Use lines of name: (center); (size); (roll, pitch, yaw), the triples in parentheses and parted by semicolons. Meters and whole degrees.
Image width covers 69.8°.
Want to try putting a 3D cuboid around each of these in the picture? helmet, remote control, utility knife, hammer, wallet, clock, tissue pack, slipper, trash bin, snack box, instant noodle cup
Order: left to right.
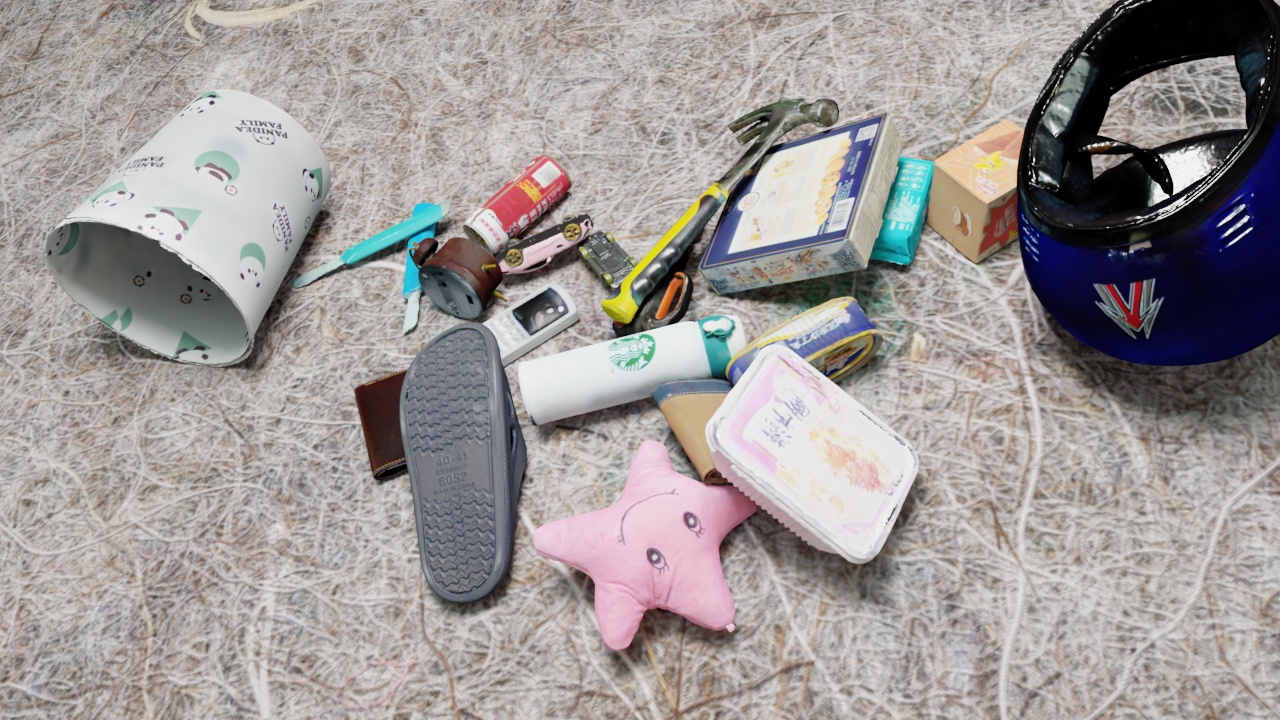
trash bin: (-0.493, -0.160, 1.050); (0.230, 0.230, 0.251); (6, 52, 16)
utility knife: (-0.323, -0.138, 1.104); (0.223, 0.013, 0.029); (-25, 54, 5)
wallet: (-0.244, 0.059, 0.960); (0.096, 0.020, 0.122); (-20, 53, -7)
utility knife: (-0.263, -0.113, 1.081); (0.034, 0.018, 0.193); (-13, 54, 16)
clock: (-0.209, -0.096, 1.019); (0.122, 0.082, 0.055); (18, 57, 22)
slipper: (-0.165, 0.098, 0.888); (0.111, 0.083, 0.267); (-12, 72, 14)
remote control: (-0.140, -0.030, 0.996); (0.150, 0.021, 0.058); (-33, 56, -10)
hammer: (0.072, -0.165, 0.976); (0.322, 0.032, 0.126); (-49, 33, -14)
wallet: (0.071, 0.064, 0.855); (0.090, 0.033, 0.115); (0, 39, -31)
snack box: (0.167, -0.162, 0.957); (0.183, 0.046, 0.177); (-7, 49, 42)
instant noodle cup: (0.140, 0.086, 0.792); (0.173, 0.060, 0.137); (37, 54, 3)
tissue pack: (0.256, -0.162, 0.979); (0.093, 0.050, 0.133); (14, 61, 21)
snack box: (0.358, -0.172, 0.937); (0.094, 0.093, 0.077); (-30, 56, -9)
helmet: (0.470, -0.144, 0.798); (0.248, 0.240, 0.314); (-1, 58, 48)

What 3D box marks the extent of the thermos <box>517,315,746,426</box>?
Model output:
thermos: (-0.005, 0.005, 0.910); (0.224, 0.073, 0.073); (-14, 54, 3)

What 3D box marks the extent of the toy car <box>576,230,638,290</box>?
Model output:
toy car: (-0.033, -0.107, 1.015); (0.042, 0.035, 0.090); (-34, 52, -10)

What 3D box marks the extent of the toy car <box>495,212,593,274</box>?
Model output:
toy car: (-0.108, -0.129, 1.039); (0.122, 0.037, 0.056); (-24, 24, 3)

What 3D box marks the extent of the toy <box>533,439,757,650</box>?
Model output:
toy: (0.025, 0.161, 0.797); (0.194, 0.075, 0.178); (-35, 67, -25)

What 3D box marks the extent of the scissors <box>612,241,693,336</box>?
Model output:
scissors: (0.026, -0.111, 1.009); (0.143, 0.022, 0.234); (-25, 35, 22)

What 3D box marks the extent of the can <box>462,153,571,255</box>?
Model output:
can: (-0.145, -0.183, 1.081); (0.053, 0.053, 0.132); (34, 69, 29)

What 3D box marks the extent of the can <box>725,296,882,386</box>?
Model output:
can: (0.158, -0.004, 0.879); (0.148, 0.075, 0.049); (-27, 58, -7)
